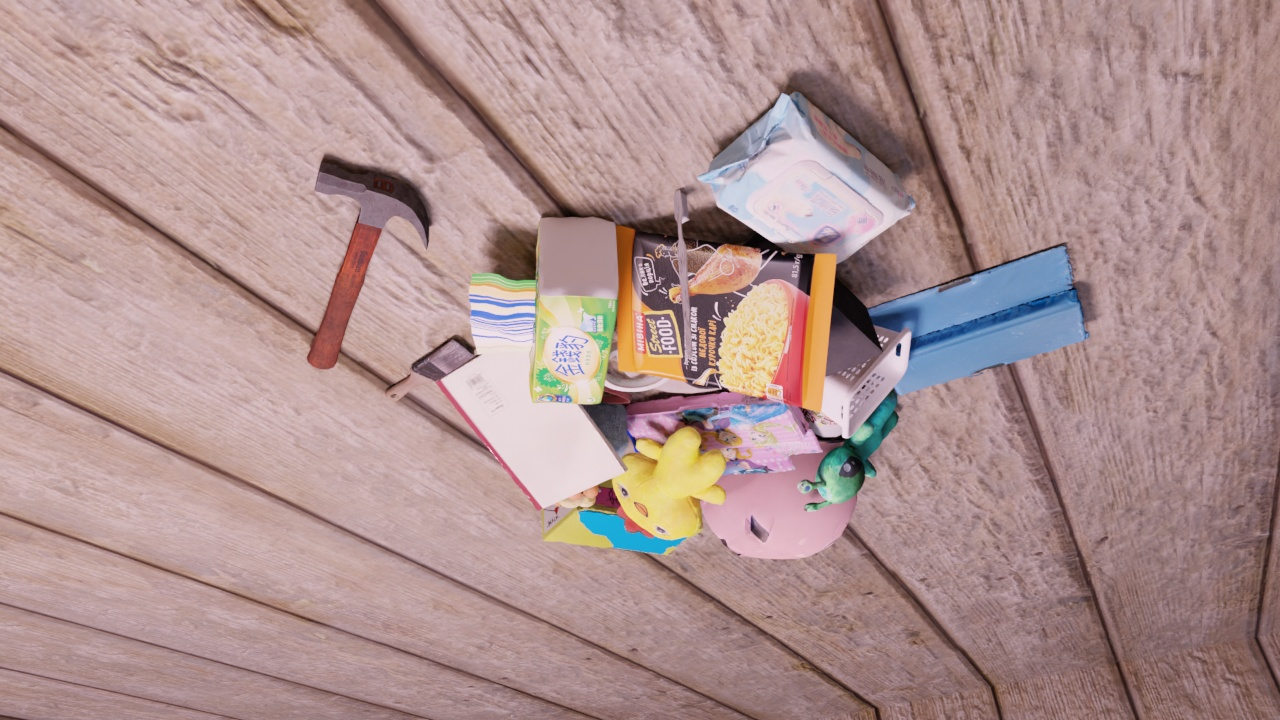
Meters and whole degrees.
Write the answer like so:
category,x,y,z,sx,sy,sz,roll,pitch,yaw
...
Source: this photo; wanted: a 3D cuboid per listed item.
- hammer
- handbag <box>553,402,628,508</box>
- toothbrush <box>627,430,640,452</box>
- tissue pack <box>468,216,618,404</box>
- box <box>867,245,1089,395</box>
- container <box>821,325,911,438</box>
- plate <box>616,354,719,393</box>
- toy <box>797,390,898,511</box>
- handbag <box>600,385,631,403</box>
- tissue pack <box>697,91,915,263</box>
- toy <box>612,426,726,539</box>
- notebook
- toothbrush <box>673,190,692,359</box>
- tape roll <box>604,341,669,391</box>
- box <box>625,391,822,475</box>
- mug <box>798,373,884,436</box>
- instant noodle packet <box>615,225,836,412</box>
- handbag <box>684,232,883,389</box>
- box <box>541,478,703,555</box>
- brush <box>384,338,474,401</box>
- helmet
category,x,y,z,sx,sy,sz,roll,pitch,yaw
hammer,-0.295,-0.078,0.929,0.111,0.028,0.302,13,142,-23
handbag,-0.086,0.129,1.182,0.121,0.118,0.192,9,147,-18
toothbrush,0.000,0.126,1.283,0.016,0.018,0.183,-11,148,8
tissue pack,-0.102,-0.046,0.932,0.141,0.120,0.198,2,139,-8
box,0.390,-0.039,1.070,0.232,0.033,0.174,-19,143,22
container,0.250,0.017,1.043,0.049,0.129,0.081,31,151,31
plate,0.065,-0.023,1.055,0.188,0.027,0.189,-3,146,-2
toy,0.273,0.120,1.192,0.072,0.193,0.131,28,153,34
handbag,-0.070,0.034,1.095,0.119,0.029,0.055,12,148,4
tissue pack,0.150,-0.157,0.831,0.181,0.069,0.112,25,137,-36
toy,0.037,0.156,1.168,0.134,0.092,0.208,43,144,5
notebook,-0.131,0.077,1.094,0.153,0.012,0.209,-27,106,31
toothbrush,0.042,-0.079,0.832,0.010,0.181,0.010,-26,144,36
tape roll,-0.006,0.006,1.050,0.093,0.013,0.093,-4,146,-3
box,0.108,0.103,1.168,0.231,0.035,0.159,-8,135,32
mug,0.252,0.040,1.130,0.105,0.073,0.090,-1,146,-6
instant noodle packet,0.076,-0.041,0.898,0.221,0.032,0.160,11,119,23
handbag,0.123,-0.027,0.983,0.196,0.072,0.175,-33,131,26
box,-0.027,0.227,1.374,0.220,0.080,0.125,11,144,-27
brush,-0.254,0.014,1.084,0.152,0.012,0.039,-29,140,31
helmet,0.199,0.206,1.315,0.229,0.152,0.256,7,150,-23
